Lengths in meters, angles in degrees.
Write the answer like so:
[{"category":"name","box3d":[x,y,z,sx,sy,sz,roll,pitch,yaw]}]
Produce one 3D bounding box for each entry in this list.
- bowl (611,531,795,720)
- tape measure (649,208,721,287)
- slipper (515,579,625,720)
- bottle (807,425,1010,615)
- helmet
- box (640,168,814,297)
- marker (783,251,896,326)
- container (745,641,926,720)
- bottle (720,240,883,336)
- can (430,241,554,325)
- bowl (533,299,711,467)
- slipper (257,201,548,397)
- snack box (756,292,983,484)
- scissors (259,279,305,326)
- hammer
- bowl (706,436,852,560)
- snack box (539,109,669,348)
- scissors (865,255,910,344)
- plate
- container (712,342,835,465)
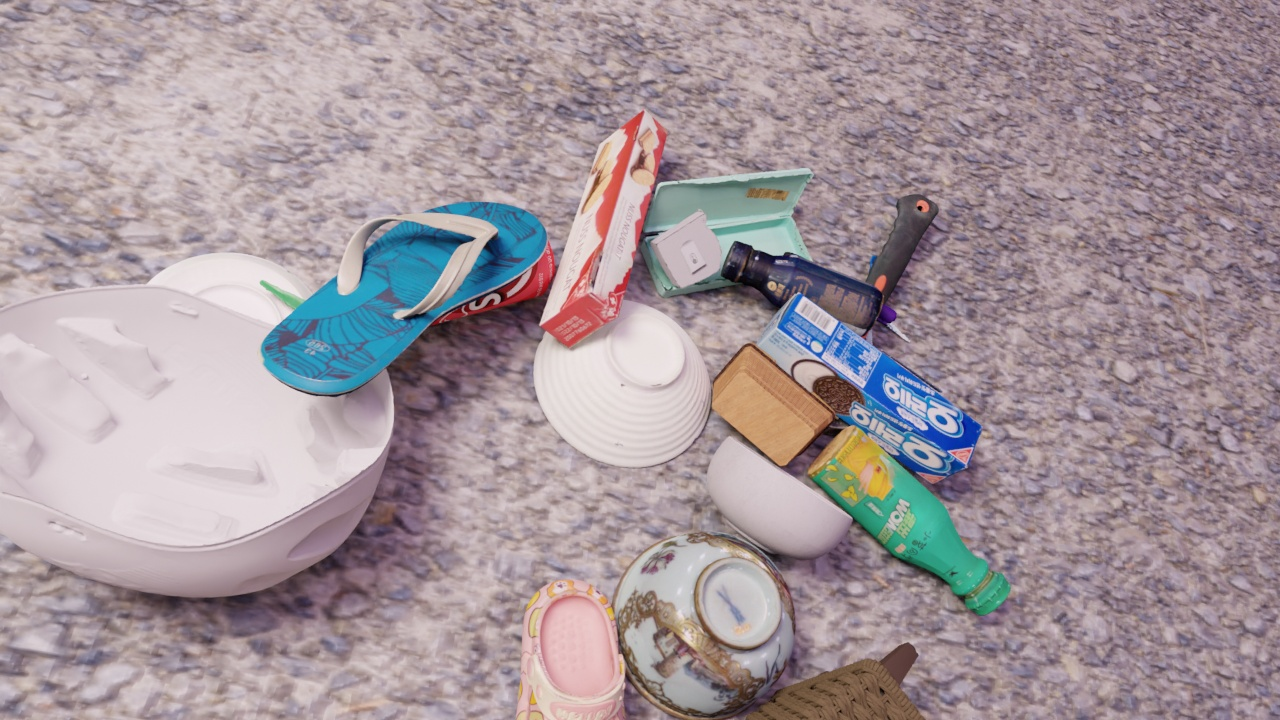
[{"category":"bowl","box3d":[0.064,0.210,0.758,0.159,0.094,0.159,8,62,-15]},{"category":"tape measure","box3d":[0.049,-0.108,0.908,0.060,0.020,0.062,-34,114,-12]},{"category":"slipper","box3d":[-0.046,0.261,0.702,0.093,0.082,0.197,9,60,-17]},{"category":"bottle","box3d":[0.257,0.155,0.870,0.209,0.068,0.067,43,58,5]},{"category":"helmet","box3d":[-0.325,0.053,0.634,0.282,0.184,0.224,24,28,-28]},{"category":"box","box3d":[0.100,-0.134,0.954,0.187,0.110,0.078,-10,50,-26]},{"category":"marker","box3d":[0.206,-0.076,0.955,0.134,0.015,0.018,31,89,5]},{"category":"container","box3d":[0.186,0.386,0.668,0.204,0.177,0.321,-31,77,-33]},{"category":"bottle","box3d":[0.160,-0.074,0.920,0.161,0.056,0.056,22,59,0]},{"category":"can","box3d":[-0.154,-0.081,0.839,0.142,0.075,0.074,-18,71,-27]},{"category":"bowl","box3d":[-0.005,0.005,0.851,0.177,0.071,0.177,8,62,-16]},{"category":"slipper","box3d":[-0.178,-0.075,0.720,0.118,0.060,0.293,23,40,16]},{"category":"snack box","box3d":[0.219,0.028,0.890,0.226,0.060,0.059,35,58,-1]},{"category":"scissors","box3d":[-0.271,-0.042,0.802,0.127,0.012,0.121,34,50,-16]},{"category":"hammer","box3d":[0.248,-0.062,0.986,0.133,0.033,0.332,33,63,-1]},{"category":"bowl","box3d":[0.114,0.129,0.806,0.132,0.132,0.064,34,90,-1]},{"category":"snack box","box3d":[-0.032,-0.135,0.880,0.044,0.077,0.272,37,45,-26]},{"category":"scissors","box3d":[0.254,-0.067,1.014,0.127,0.014,0.128,39,61,1]},{"category":"plate","box3d":[-0.349,-0.027,0.777,0.157,0.014,0.156,9,61,-16]},{"category":"container","box3d":[0.121,0.045,0.867,0.114,0.063,0.061,40,24,3]}]
